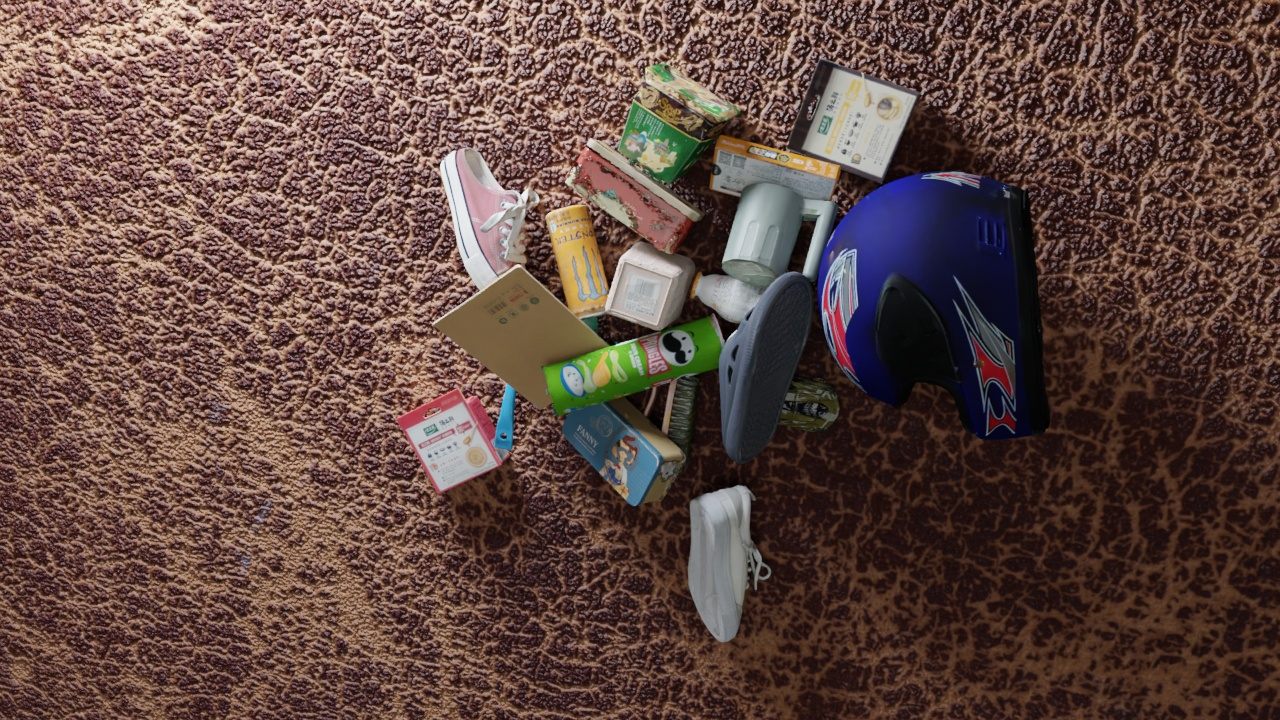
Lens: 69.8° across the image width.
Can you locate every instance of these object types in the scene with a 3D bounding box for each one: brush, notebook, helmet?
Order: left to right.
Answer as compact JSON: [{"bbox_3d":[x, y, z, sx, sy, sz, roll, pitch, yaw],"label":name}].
[{"bbox_3d":[-0.174,0.001,1.264,0.083,0.045,0.255,10,99,7],"label":"brush"},{"bbox_3d":[-0.143,-0.024,1.191,0.148,0.008,0.207,-31,129,22],"label":"notebook"},{"bbox_3d":[0.037,0.080,1.236,0.073,0.063,0.146,10,104,12],"label":"brush"},{"bbox_3d":[0.331,-0.055,1.056,0.241,0.246,0.316,-5,113,27],"label":"helmet"}]

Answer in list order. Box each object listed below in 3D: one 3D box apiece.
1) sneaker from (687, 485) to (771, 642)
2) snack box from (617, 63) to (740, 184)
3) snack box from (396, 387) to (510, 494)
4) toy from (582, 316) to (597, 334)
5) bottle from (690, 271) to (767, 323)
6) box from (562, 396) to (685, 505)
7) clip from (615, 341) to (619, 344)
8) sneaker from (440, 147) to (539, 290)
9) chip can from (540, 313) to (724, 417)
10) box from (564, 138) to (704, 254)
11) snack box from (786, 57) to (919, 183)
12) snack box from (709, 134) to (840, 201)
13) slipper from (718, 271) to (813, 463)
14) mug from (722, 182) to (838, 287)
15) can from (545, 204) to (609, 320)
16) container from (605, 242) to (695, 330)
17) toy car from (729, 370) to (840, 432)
[{"bbox_3d":[0.123,0.275,1.262,0.090,0.089,0.242,-18,121,-25],"label":"sneaker"},{"bbox_3d":[0.038,-0.288,1.133,0.118,0.117,0.106,35,119,4],"label":"snack box"},{"bbox_3d":[-0.268,0.111,1.315,0.113,0.044,0.127,-25,98,17],"label":"snack box"},{"bbox_3d":[-0.082,-0.028,1.253,0.096,0.030,0.092,2,99,17],"label":"toy"},{"bbox_3d":[0.120,-0.082,1.180,0.108,0.063,0.063,19,106,6],"label":"bottle"},{"bbox_3d":[-0.028,0.107,1.222,0.184,0.059,0.090,38,115,32],"label":"box"},{"bbox_3d":[-0.019,-0.001,1.254,0.056,0.014,0.043,42,108,-1],"label":"clip"},{"bbox_3d":[-0.183,-0.176,1.187,0.088,0.118,0.241,-25,77,23],"label":"sneaker"},{"bbox_3d":[-0.007,0.007,1.183,0.236,0.072,0.072,-17,99,2],"label":"chip can"},{"bbox_3d":[-0.012,-0.201,1.164,0.168,0.091,0.080,35,104,2],"label":"box"},{"bbox_3d":[0.255,-0.289,1.109,0.126,0.053,0.113,22,107,6],"label":"snack box"},{"bbox_3d":[0.164,-0.226,1.134,0.154,0.026,0.075,16,150,8],"label":"snack box"},{"bbox_3d":[0.134,0.006,1.128,0.083,0.110,0.269,33,132,32],"label":"slipper"},{"bbox_3d":[0.168,-0.149,1.117,0.124,0.083,0.103,11,74,27],"label":"mug"},{"bbox_3d":[-0.080,-0.127,1.203,0.058,0.058,0.146,-14,92,14],"label":"can"},{"bbox_3d":[0.011,-0.093,1.175,0.090,0.110,0.090,20,106,6],"label":"container"},{"bbox_3d":[0.183,0.053,1.213,0.158,0.042,0.070,8,104,12],"label":"toy car"}]
